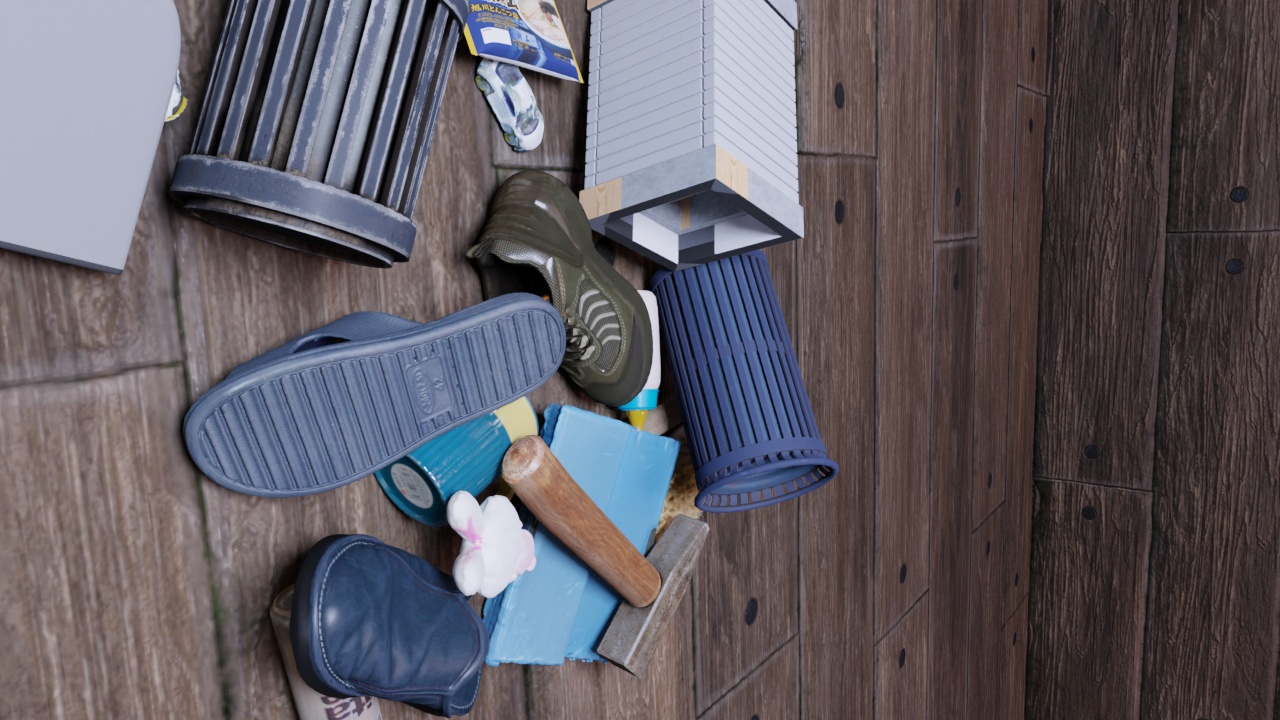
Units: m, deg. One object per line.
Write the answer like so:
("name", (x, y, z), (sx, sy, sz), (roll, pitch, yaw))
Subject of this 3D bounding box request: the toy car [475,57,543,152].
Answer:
("toy car", (-0.106, -0.218, 0.775), (0.038, 0.027, 0.090), (-59, 137, -35))

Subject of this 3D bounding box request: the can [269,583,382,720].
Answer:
("can", (-0.218, 0.222, 0.644), (0.054, 0.054, 0.136), (-28, 116, -50))

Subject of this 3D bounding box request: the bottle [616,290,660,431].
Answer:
("bottle", (-0.005, 0.005, 0.906), (0.051, 0.051, 0.146), (5, 81, -54))

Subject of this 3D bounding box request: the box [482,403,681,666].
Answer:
("box", (-0.047, 0.166, 0.847), (0.174, 0.033, 0.231), (19, 85, -43))

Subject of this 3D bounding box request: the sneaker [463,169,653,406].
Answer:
("sneaker", (-0.070, -0.028, 0.775), (0.238, 0.101, 0.142), (61, 39, -31))

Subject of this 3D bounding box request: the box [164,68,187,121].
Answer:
("box", (-0.315, -0.233, 0.480), (0.129, 0.034, 0.209), (-13, 103, -45))

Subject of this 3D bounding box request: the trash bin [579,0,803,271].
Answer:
("trash bin", (0.048, -0.233, 0.840), (0.142, 0.143, 0.246), (20, 66, -49))

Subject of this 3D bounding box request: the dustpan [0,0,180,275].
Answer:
("dustpan", (-0.312, -0.188, 0.452), (0.163, 0.033, 0.257), (16, 91, -50))

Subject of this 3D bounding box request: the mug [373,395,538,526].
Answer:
("mug", (-0.138, 0.078, 0.715), (0.107, 0.083, 0.114), (-46, 128, -42))

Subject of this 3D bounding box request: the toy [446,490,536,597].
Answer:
("toy", (-0.112, 0.139, 0.688), (0.125, 0.037, 0.076), (39, 47, -70))

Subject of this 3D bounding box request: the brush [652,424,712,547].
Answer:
("brush", (0.056, 0.121, 1.013), (0.270, 0.057, 0.083), (-35, 123, -47))

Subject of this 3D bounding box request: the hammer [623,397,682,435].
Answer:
("hammer", (0.012, 0.067, 0.944), (0.330, 0.031, 0.119), (-25, 75, -42))

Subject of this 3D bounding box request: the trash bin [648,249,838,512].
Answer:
("trash bin", (0.094, 0.011, 0.918), (0.139, 0.140, 0.249), (22, 49, -53))

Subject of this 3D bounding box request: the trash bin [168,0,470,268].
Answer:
("trash bin", (-0.183, -0.182, 0.557), (0.164, 0.164, 0.227), (18, 84, -54))

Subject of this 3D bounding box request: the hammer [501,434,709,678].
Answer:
("hammer", (-0.032, 0.150, 0.790), (0.157, 0.037, 0.301), (-60, 143, -21))

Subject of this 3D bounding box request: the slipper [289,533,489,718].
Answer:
("slipper", (-0.147, 0.195, 0.657), (0.266, 0.083, 0.108), (63, 24, -57))

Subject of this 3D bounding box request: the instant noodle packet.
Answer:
("instant noodle packet", (-0.104, -0.278, 0.757), (0.134, 0.026, 0.087), (-8, 75, -54))

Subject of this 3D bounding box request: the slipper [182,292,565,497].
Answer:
("slipper", (-0.180, 0.012, 0.643), (0.263, 0.082, 0.101), (-21, 121, -27))
